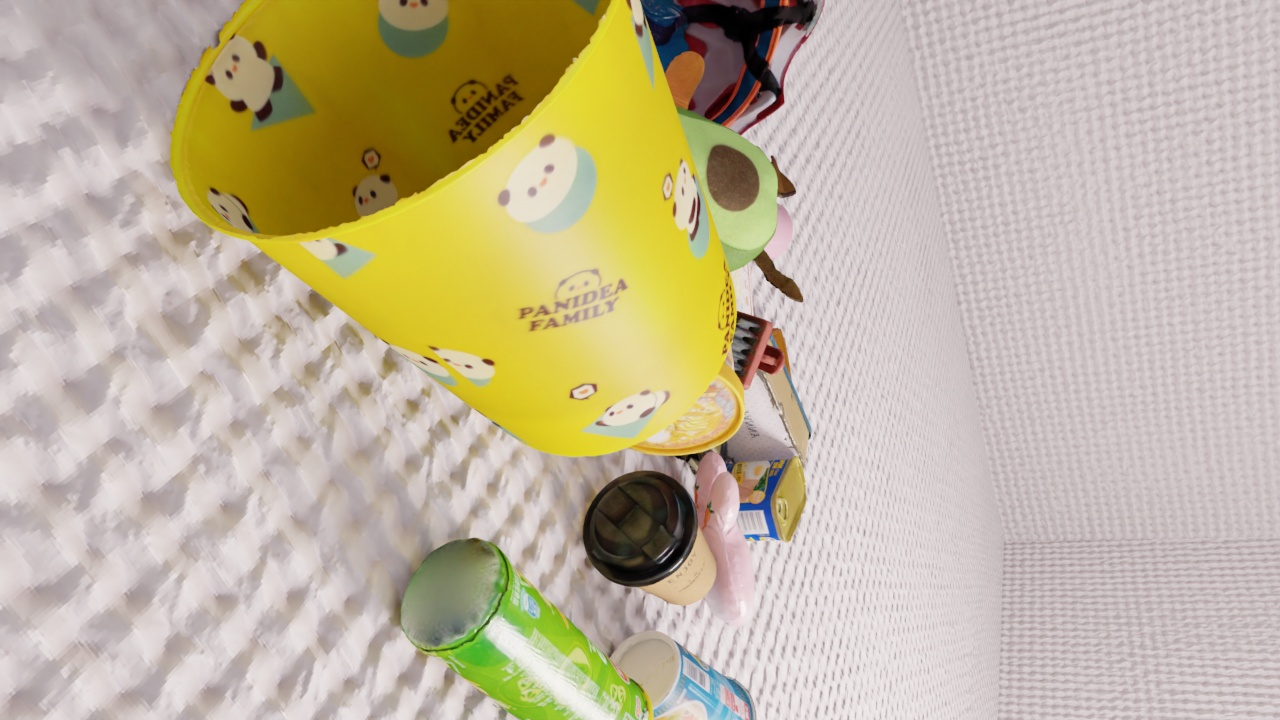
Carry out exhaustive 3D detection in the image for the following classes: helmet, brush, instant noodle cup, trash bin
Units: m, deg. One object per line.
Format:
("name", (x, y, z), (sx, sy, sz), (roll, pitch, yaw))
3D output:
("helmet", (0.026, -0.289, 0.795), (0.206, 0.144, 0.240), (23, 98, -33))
("brush", (0.067, -0.020, 0.838), (0.069, 0.146, 0.063), (18, 95, -33))
("instant noodle cup", (0.022, -0.003, 0.727), (0.118, 0.119, 0.114), (55, 28, -43))
("instant noodle cup", (0.027, 0.275, 0.739), (0.110, 0.099, 0.099), (53, 39, -34))
("trash bin", (-0.069, -0.083, 0.501), (0.255, 0.230, 0.229), (55, 37, -52))

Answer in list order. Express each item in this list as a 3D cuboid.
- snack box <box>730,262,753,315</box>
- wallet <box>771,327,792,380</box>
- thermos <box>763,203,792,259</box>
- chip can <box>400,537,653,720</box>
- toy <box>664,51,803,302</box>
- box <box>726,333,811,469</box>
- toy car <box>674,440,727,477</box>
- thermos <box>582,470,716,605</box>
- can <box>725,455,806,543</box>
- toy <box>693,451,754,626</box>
("snack box", (0.102, -0.065, 1.032), (0.077, 0.027, 0.155), (12, 73, -61))
("wallet", (0.161, 0.028, 1.118), (0.118, 0.035, 0.130), (-17, 100, -63))
("thermos", (0.087, -0.133, 0.927), (0.198, 0.087, 0.067), (-6, 115, -53))
("chip can", (-0.066, 0.194, 0.588), (0.221, 0.073, 0.072), (58, 36, -41))
("toy", (0.036, -0.135, 0.707), (0.246, 0.090, 0.226), (15, 66, -30))
("box", (0.122, 0.053, 0.977), (0.060, 0.090, 0.184), (-73, 147, -40))
("toy car", (0.057, 0.069, 0.900), (0.158, 0.042, 0.070), (45, 46, -54))
("thermos", (0.015, 0.153, 0.749), (0.143, 0.093, 0.092), (56, 37, -54))
("can", (0.119, 0.145, 0.953), (0.101, 0.083, 0.057), (-48, 126, -56))
("toy", (0.074, 0.168, 0.856), (0.121, 0.054, 0.159), (-121, -156, -73))
